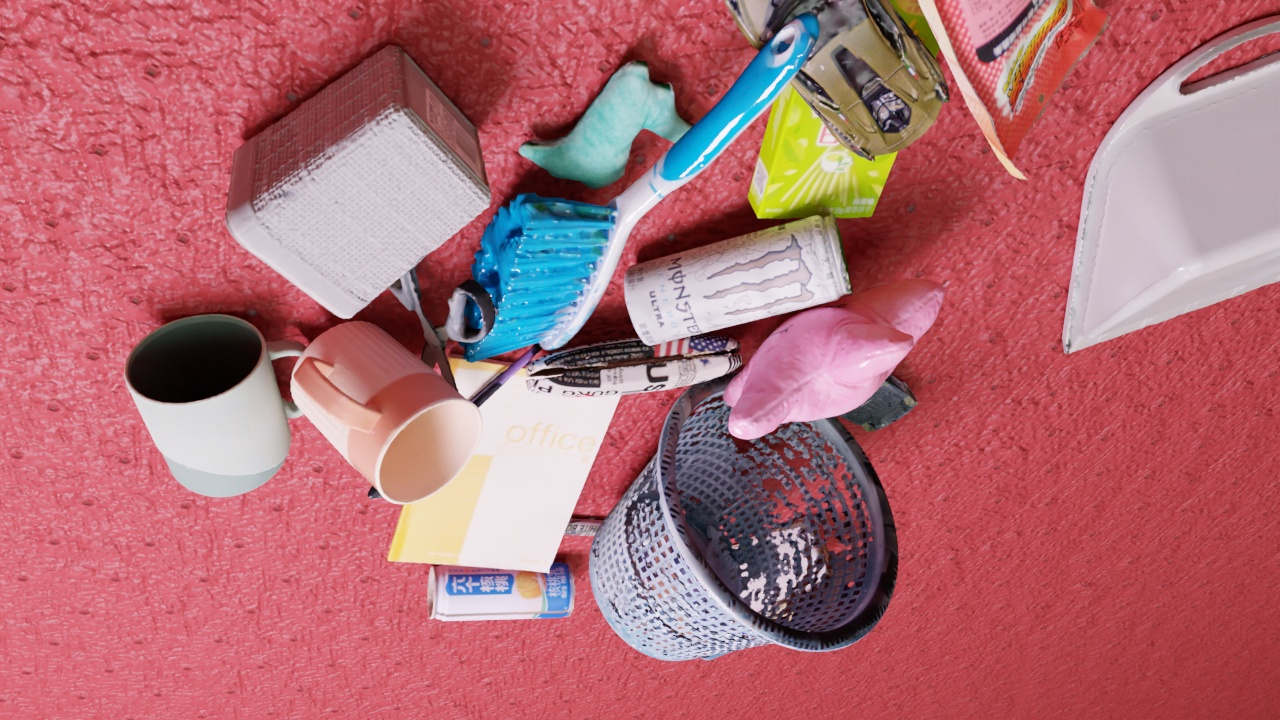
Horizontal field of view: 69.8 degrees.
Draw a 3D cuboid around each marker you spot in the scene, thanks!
[{"bbox_3d":[-0.059,0.156,0.861,0.145,0.016,0.017,7,133,-22],"label":"marker"}]

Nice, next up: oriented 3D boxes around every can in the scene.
[{"bbox_3d":[0.065,-0.054,0.621,0.147,0.058,0.058,-13,139,16],"label":"can"},{"bbox_3d":[-0.134,0.222,0.882,0.134,0.053,0.053,4,135,-19],"label":"can"}]

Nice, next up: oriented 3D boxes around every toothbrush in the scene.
[{"bbox_3d":[-0.137,0.046,0.693,0.189,0.014,0.016,-41,133,10],"label":"toothbrush"}]

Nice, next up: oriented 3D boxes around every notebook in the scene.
[{"bbox_3d":[-0.111,0.091,0.748,0.145,0.010,0.207,10,119,-25],"label":"notebook"}]

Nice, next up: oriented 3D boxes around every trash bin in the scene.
[{"bbox_3d":[0.063,0.152,0.766,0.226,0.226,0.196,14,143,-28],"label":"trash bin"}]

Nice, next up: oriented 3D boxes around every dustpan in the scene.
[{"bbox_3d":[0.436,-0.130,0.698,0.223,0.142,0.258,-20,167,5],"label":"dustpan"}]

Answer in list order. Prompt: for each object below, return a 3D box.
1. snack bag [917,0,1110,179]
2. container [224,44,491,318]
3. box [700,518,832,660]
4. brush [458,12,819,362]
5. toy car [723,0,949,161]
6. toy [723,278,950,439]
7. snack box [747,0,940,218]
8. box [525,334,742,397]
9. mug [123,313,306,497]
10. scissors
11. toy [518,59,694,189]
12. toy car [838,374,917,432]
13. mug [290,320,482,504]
[{"bbox_3d":[0.192,-0.209,0.490,0.208,0.073,0.128,41,74,-40],"label":"snack bag"},{"bbox_3d":[-0.152,-0.101,0.510,0.114,0.090,0.090,-32,135,14],"label":"container"},{"bbox_3d":[0.111,0.238,0.944,0.184,0.089,0.060,-26,138,15],"label":"box"},{"bbox_3d":[-0.021,-0.090,0.546,0.109,0.060,0.316,1,150,-26],"label":"brush"},{"bbox_3d":[0.108,-0.172,0.502,0.070,0.042,0.158,-39,127,24],"label":"toy car"},{"bbox_3d":[0.137,-0.007,0.647,0.179,0.194,0.074,-30,92,8],"label":"toy"},{"bbox_3d":[0.126,-0.158,0.570,0.085,0.026,0.157,-2,136,-15],"label":"snack box"},{"bbox_3d":[-0.004,0.008,0.680,0.164,0.070,0.055,-7,103,-11],"label":"box"},{"bbox_3d":[-0.275,0.029,0.626,0.111,0.082,0.106,-25,142,-26],"label":"mug"},{"bbox_3d":[-0.137,-0.017,0.617,0.160,0.014,0.178,-1,126,48],"label":"scissors"},{"bbox_3d":[-0.012,-0.137,0.552,0.096,0.030,0.092,17,132,-34],"label":"toy"},{"bbox_3d":[0.192,0.028,0.780,0.054,0.036,0.120,-37,143,22],"label":"toy car"},{"bbox_3d":[-0.177,0.028,0.601,0.081,0.106,0.114,-55,152,1],"label":"mug"}]
